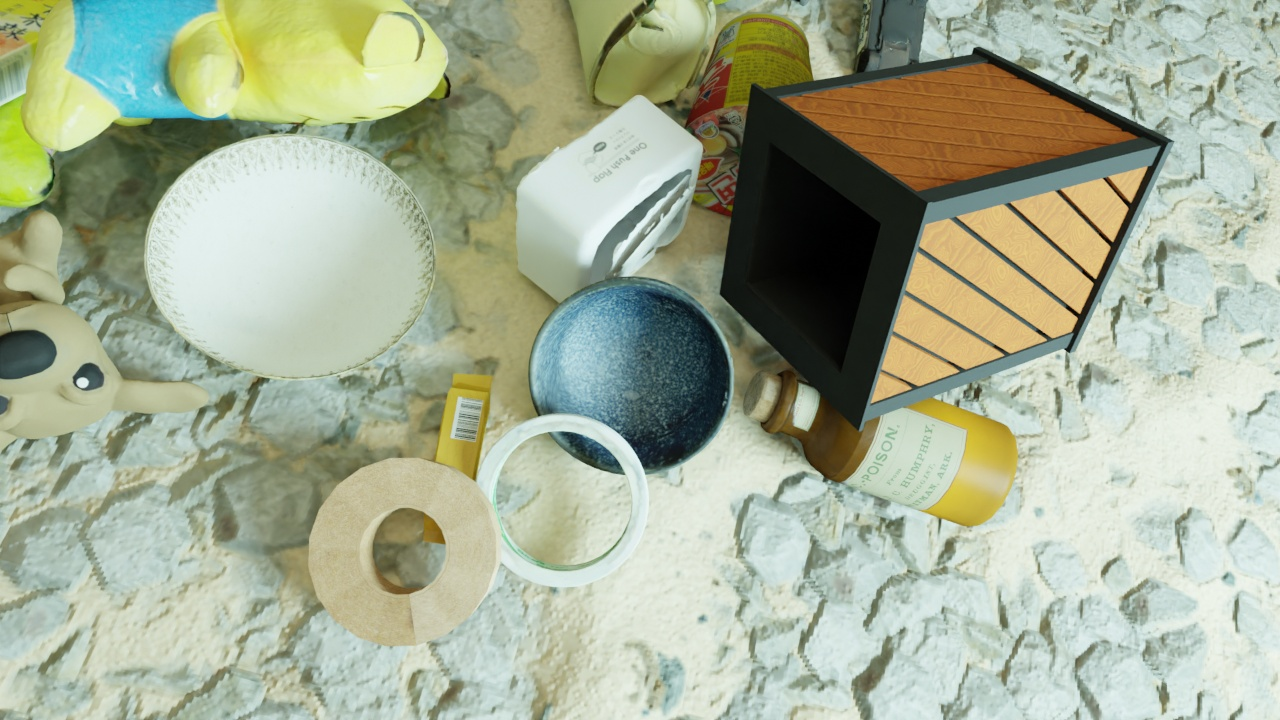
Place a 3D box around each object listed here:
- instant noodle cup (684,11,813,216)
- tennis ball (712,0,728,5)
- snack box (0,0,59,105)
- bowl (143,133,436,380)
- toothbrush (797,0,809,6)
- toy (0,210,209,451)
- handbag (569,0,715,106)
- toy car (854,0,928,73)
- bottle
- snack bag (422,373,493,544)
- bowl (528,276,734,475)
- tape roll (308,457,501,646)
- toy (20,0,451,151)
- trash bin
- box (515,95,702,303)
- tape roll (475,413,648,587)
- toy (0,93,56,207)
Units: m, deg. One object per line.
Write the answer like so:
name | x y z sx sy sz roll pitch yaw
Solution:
instant noodle cup | 0.075 -0.169 0.613 0.100 0.101 0.112 13 57 -9
tennis ball | 0.051 -0.292 0.665 0.065 0.065 0.065 5 68 -12
snack box | -0.338 -0.184 0.515 0.040 0.029 0.147 27 43 -1
bowl | -0.188 -0.048 0.508 0.145 0.063 0.145 5 69 -12
toothbrush | 0.161 -0.340 0.740 0.013 0.013 0.167 29 65 7
toy | -0.301 -0.011 0.452 0.134 0.106 0.108 -19 85 -24
handbag | -0.002 -0.244 0.607 0.081 0.111 0.119 -8 71 -17
toy car | 0.189 -0.248 0.699 0.048 0.040 0.112 10 85 -10
bottle | 0.139 0.045 0.551 0.157 0.068 0.067 20 65 -6
snack bag | -0.102 0.054 0.513 0.026 0.020 0.099 8 68 -6
bowl | -0.003 0.003 0.529 0.114 0.060 0.114 2 107 5
tape roll | -0.120 0.097 0.472 0.094 0.027 0.094 0 83 -3
toy | -0.212 -0.170 0.511 0.213 0.149 0.084 -9 114 -14
trash bin | 0.164 -0.078 0.531 0.171 0.140 0.139 -16 44 -24
box | -0.006 -0.076 0.544 0.095 0.103 0.107 42 65 16
tape roll | -0.043 0.076 0.500 0.094 0.018 0.094 0 90 2
toy | -0.379 -0.123 0.501 0.117 0.043 0.092 5 61 -10
